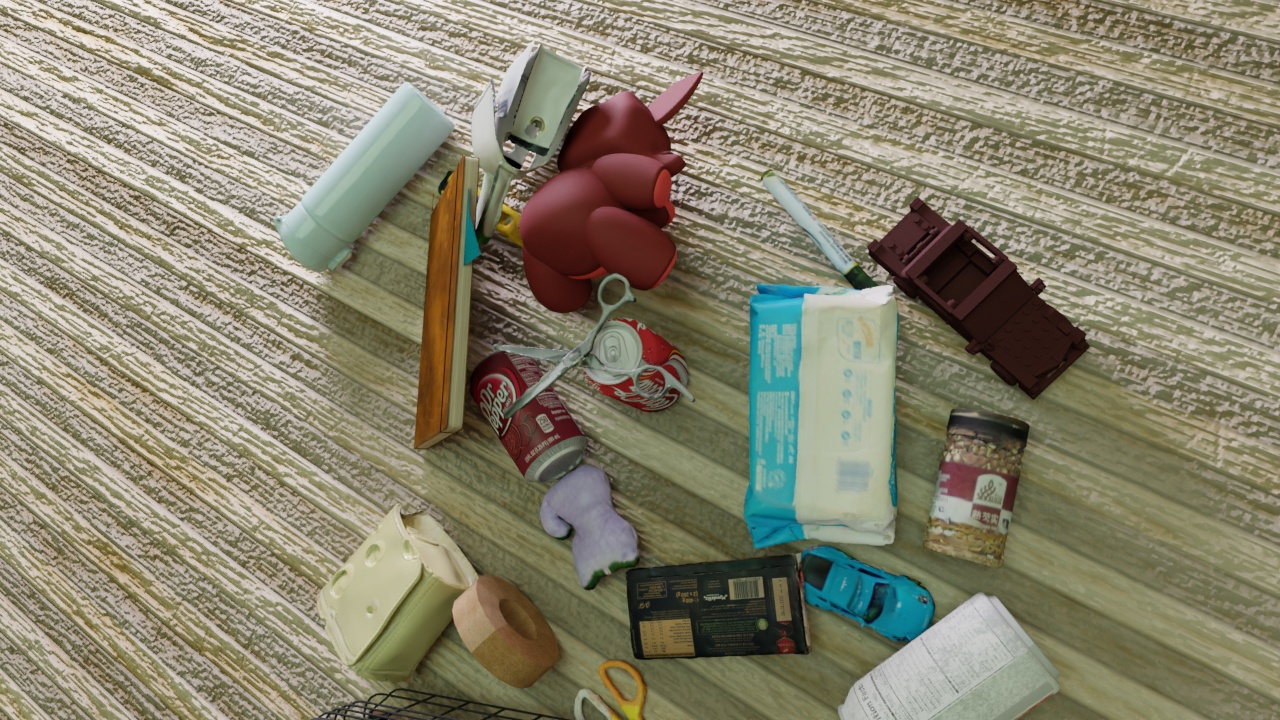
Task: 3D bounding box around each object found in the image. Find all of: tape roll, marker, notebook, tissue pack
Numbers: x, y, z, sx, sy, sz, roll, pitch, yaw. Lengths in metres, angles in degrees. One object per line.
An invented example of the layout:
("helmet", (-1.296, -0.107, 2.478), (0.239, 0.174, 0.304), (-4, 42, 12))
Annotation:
("tape roll", (-0.110, 0.221, 0.752), (0.027, 0.094, 0.094), (-44, 67, 7))
("marker", (0.149, -0.107, 0.767), (0.017, 0.017, 0.146), (-39, 68, 9))
("notebook", (-0.171, -0.054, 0.813), (0.014, 0.179, 0.249), (6, 77, -22))
("tissue pack", (0.141, 0.043, 0.711), (0.117, 0.066, 0.209), (0, 80, 20))

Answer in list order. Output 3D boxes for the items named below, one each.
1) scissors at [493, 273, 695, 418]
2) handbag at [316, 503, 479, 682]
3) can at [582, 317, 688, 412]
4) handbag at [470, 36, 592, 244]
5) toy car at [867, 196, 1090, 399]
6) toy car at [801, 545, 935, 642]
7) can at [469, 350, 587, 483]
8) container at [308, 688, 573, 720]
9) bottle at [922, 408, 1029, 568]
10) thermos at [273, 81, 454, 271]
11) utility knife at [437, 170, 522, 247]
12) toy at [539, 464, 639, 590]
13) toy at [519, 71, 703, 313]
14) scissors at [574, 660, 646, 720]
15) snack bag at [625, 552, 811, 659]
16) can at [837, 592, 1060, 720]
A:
("scissors", (-0.036, 0.003, 0.699), (0.172, 0.014, 0.141), (30, 88, 23))
("handbag", (-0.217, 0.203, 0.805), (0.119, 0.081, 0.111), (-52, 54, 6))
("can", (-0.004, 0.004, 0.753), (0.064, 0.104, 0.064), (-5, 77, 20))
("handbag", (-0.121, -0.189, 0.814), (0.074, 0.151, 0.176), (23, 92, -17))
("toy car", (0.251, -0.053, 0.691), (0.070, 0.062, 0.170), (-45, 67, 6))
("toy car", (0.167, 0.174, 0.690), (0.105, 0.032, 0.048), (21, 86, 22))
("can", (-0.099, 0.048, 0.802), (0.063, 0.063, 0.114), (-40, 68, 8))
("container", (-0.149, 0.360, 0.711), (0.242, 0.130, 0.162), (2, 85, 21))
("bottle", (0.243, 0.092, 0.666), (0.056, 0.056, 0.105), (12, 83, 23))
("thermos", (-0.277, -0.180, 0.920), (0.078, 0.065, 0.207), (42, 96, -13))
("utility knife", (-0.132, -0.138, 0.884), (0.175, 0.017, 0.030), (33, 100, 21))
("toy", (-0.045, 0.142, 0.778), (0.080, 0.036, 0.099), (-35, 63, 21))
("toy", (-0.025, -0.146, 0.785), (0.159, 0.120, 0.196), (-13, 49, 45))
("scissors", (-0.004, 0.308, 0.737), (0.073, 0.012, 0.131), (-44, 66, 8))
("snack bag", (0.057, 0.196, 0.723), (0.155, 0.018, 0.074), (-12, 75, 29))
("can", (0.212, 0.229, 0.636), (0.136, 0.078, 0.078), (-40, 68, 9))
